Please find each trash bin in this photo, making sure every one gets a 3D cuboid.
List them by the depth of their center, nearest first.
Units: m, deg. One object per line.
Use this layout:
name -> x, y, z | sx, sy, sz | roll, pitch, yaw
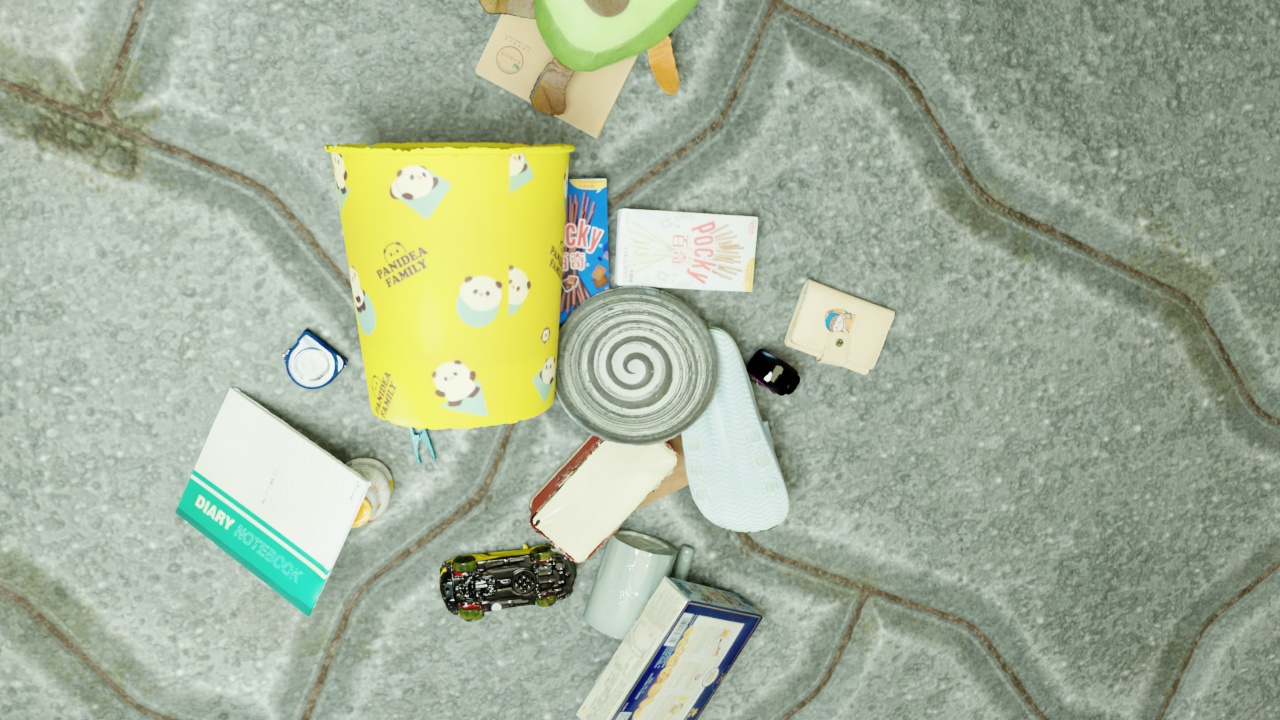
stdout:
trash bin -> -0.178, -0.081, 0.892 | 0.229, 0.229, 0.255 | -2, 105, -11

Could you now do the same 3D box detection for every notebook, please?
notebook -> -0.375, 0.139, 0.927 | 0.209, 0.012, 0.150 | 27, 95, 24
notebook -> -0.064, -0.362, 0.969 | 0.147, 0.008, 0.207 | 26, 93, -14

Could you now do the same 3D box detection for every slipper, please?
slipper -> 0.095, 0.079, 1.036 | 0.104, 0.074, 0.245 | -14, 98, 11

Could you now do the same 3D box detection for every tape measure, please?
tape measure -> -0.345, 0.002, 0.966 | 0.058, 0.025, 0.054 | 41, 92, -10
tape measure -> 0.149, 0.015, 1.047 | 0.058, 0.057, 0.039 | 34, 92, -23

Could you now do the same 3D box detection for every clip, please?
clip -> -0.242, 0.086, 1.006 | 0.043, 0.014, 0.056 | -17, 101, -8

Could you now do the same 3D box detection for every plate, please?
plate -> -0.006, 0.006, 0.977 | 0.179, 0.024, 0.179 | 1, 72, -3

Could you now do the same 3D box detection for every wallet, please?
wallet -> 0.000, 0.116, 1.055 | 0.115, 0.020, 0.101 | -25, 104, -3
wallet -> 0.232, -0.035, 1.072 | 0.115, 0.024, 0.087 | 18, 96, -14

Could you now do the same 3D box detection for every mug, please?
mug -> 0.004, 0.257, 1.055 | 0.123, 0.084, 0.103 | 13, 96, -40

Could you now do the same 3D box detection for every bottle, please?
bottle -> -0.293, 0.141, 0.956 | 0.063, 0.108, 0.063 | -1, 98, -10

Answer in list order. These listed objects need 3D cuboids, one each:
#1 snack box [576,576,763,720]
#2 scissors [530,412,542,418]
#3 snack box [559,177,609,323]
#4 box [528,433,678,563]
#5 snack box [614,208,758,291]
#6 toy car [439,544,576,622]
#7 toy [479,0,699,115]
snack box -> 0.038, 0.341, 1.036 | 0.182, 0.046, 0.178 | 30, 93, -51
scissors -> -0.171, 0.050, 1.014 | 0.133, 0.017, 0.057 | -15, 107, -5
snack box -> -0.078, -0.119, 0.997 | 0.084, 0.026, 0.157 | -3, 100, -11
box -> -0.039, 0.138, 1.006 | 0.091, 0.076, 0.168 | 42, 96, -13
snack box -> 0.051, -0.123, 1.021 | 0.156, 0.027, 0.085 | 2, 99, -10
toy car -> -0.149, 0.248, 1.035 | 0.156, 0.041, 0.071 | -7, 100, -7
toy -> -0.029, -0.367, 0.925 | 0.246, 0.090, 0.227 | -32, 110, -2
